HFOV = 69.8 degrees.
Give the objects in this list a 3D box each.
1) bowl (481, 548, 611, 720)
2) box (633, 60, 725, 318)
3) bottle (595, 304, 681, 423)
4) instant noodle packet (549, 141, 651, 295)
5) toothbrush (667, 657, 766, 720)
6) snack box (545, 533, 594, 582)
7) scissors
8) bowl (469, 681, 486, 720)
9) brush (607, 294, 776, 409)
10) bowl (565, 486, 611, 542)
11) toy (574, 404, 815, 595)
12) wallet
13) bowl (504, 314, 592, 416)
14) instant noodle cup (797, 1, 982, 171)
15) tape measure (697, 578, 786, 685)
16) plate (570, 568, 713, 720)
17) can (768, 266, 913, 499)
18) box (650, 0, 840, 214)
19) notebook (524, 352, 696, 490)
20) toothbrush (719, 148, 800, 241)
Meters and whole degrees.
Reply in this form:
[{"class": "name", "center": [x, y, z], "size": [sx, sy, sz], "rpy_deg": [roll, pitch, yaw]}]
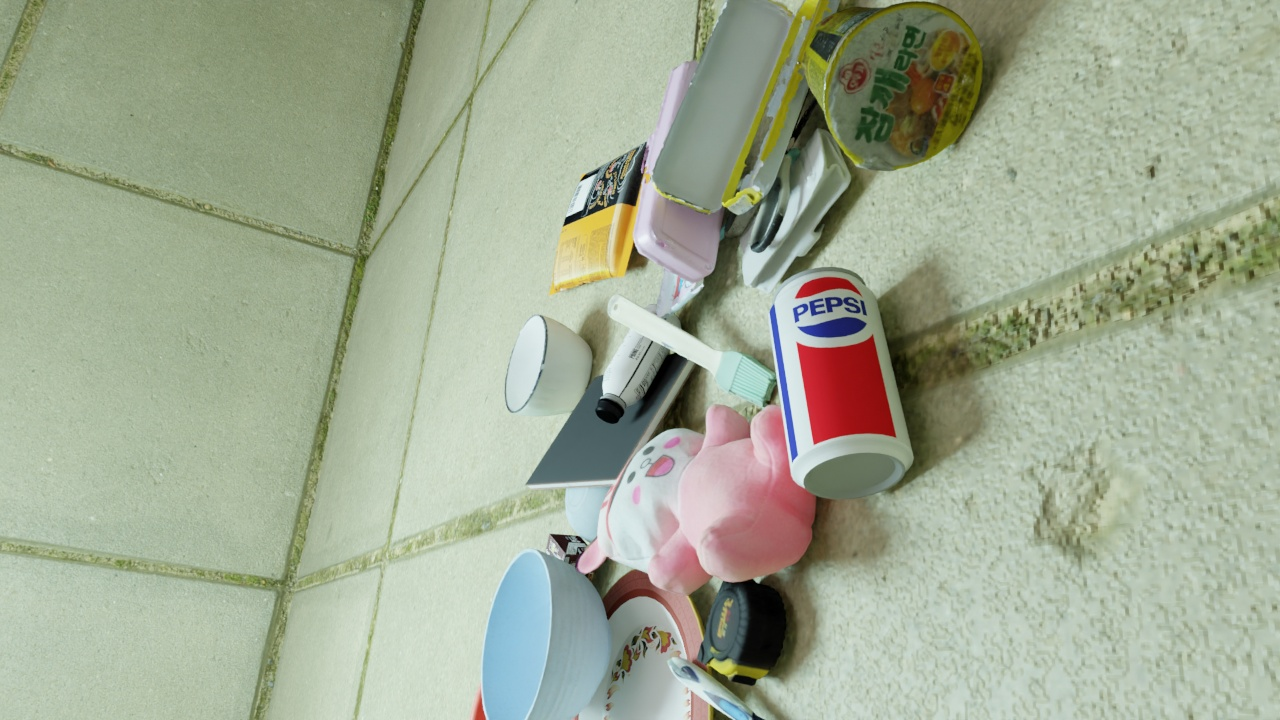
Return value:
[{"class": "bowl", "center": [-0.072, 0.238, 0.769], "size": [0.151, 0.074, 0.150], "rpy_deg": [-41, 41, 50]}, {"class": "box", "center": [0.030, -0.148, 0.804], "size": [0.103, 0.101, 0.201], "rpy_deg": [-25, 46, 50]}, {"class": "bottle", "center": [-0.005, 0.005, 0.815], "size": [0.041, 0.041, 0.115], "rpy_deg": [-28, 29, 58]}, {"class": "instant noodle packet", "center": [-0.046, -0.160, 1.051], "size": [0.221, 0.032, 0.159], "rpy_deg": [-3, 71, 64]}, {"class": "toothbrush", "center": [0.070, 0.228, 0.574], "size": [0.189, 0.017, 0.016], "rpy_deg": [17, 85, 56]}, {"class": "snack box", "center": [-0.078, 0.241, 0.869], "size": [0.051, 0.031, 0.141], "rpy_deg": [-152, 73, -65]}, {"class": "scissors", "center": [0.104, -0.148, 0.701], "size": [0.170, 0.012, 0.157], "rpy_deg": [131, 155, -53]}, {"class": "bowl", "center": [-0.127, 0.364, 0.899], "size": [0.131, 0.045, 0.130], "rpy_deg": [-42, 40, 49]}, {"class": "brush", "center": [0.034, -0.014, 0.760], "size": [0.218, 0.012, 0.033], "rpy_deg": [31, 105, 48]}, {"class": "bowl", "center": [-0.042, 0.122, 0.872], "size": [0.107, 0.039, 0.106], "rpy_deg": [-42, 40, 49]}, {"class": "toy", "center": [0.039, 0.104, 0.657], "size": [0.214, 0.084, 0.141], "rpy_deg": [-18, 38, 56]}, {"class": "wallet", "center": [0.117, -0.112, 0.695], "size": [0.116, 0.032, 0.086], "rpy_deg": [-57, 19, 38]}, {"class": "bowl", "center": [-0.101, 0.011, 1.026], "size": [0.117, 0.065, 0.116], "rpy_deg": [-42, 40, 48]}, {"class": "instant noodle cup", "center": [0.152, -0.186, 0.597], "size": [0.108, 0.102, 0.102], "rpy_deg": [-102, 36, -61]}, {"class": "tape measure", "center": [0.071, 0.178, 0.610], "size": [0.063, 0.038, 0.067], "rpy_deg": [175, 112, -72]}, {"class": "plate", "center": [-0.001, 0.278, 0.716], "size": [0.231, 0.021, 0.229], "rpy_deg": [-42, 40, 49]}, {"class": "can", "center": [0.120, 0.013, 0.564], "size": [0.070, 0.070, 0.131], "rpy_deg": [-46, 37, 45]}, {"class": "box", "center": [0.082, -0.218, 0.716], "size": [0.084, 0.080, 0.210], "rpy_deg": [141, 151, -70]}, {"class": "notebook", "center": [-0.031, 0.058, 0.858], "size": [0.141, 0.008, 0.210], "rpy_deg": [-58, 18, -23]}, {"class": "toothbrush", "center": [0.081, -0.123, 0.789], "size": [0.181, 0.016, 0.016], "rpy_deg": [-44, 29, 48]}]
